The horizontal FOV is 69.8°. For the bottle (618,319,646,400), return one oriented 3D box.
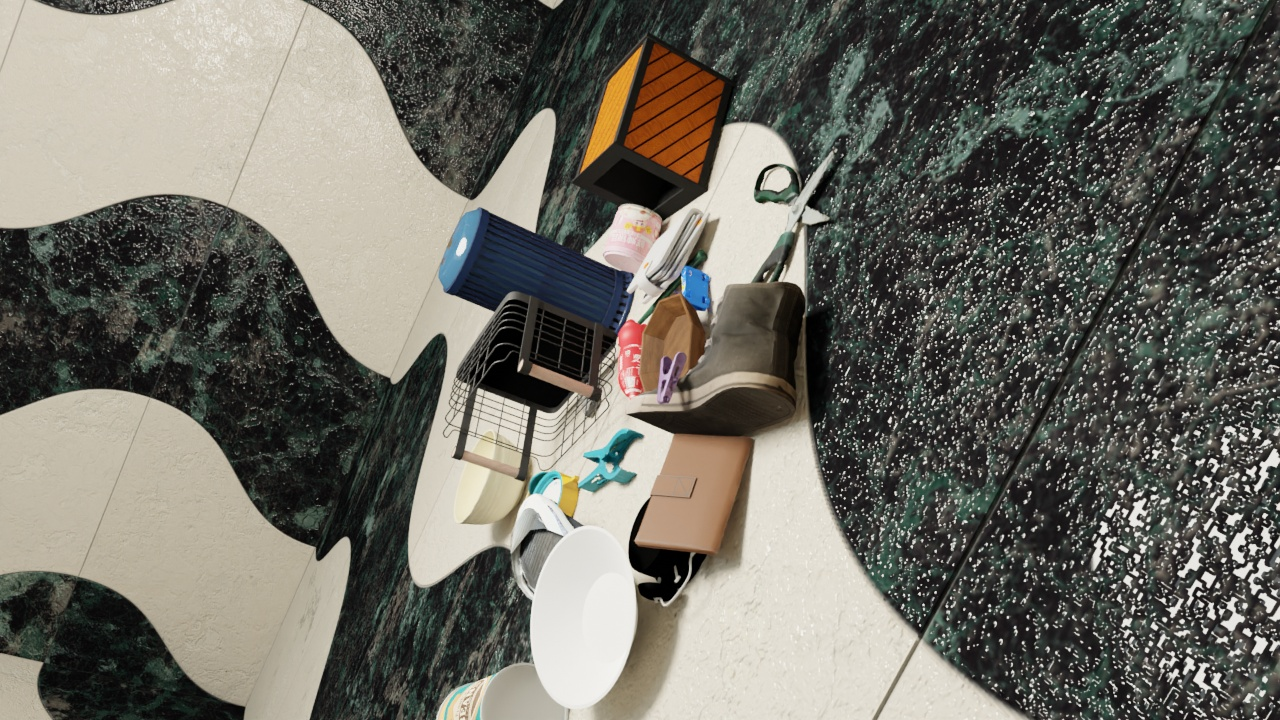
[{"bbox_3d":[-0.007,0.007,1.130,0.042,0.042,0.141,-50,27,37],"label":"bottle"}]

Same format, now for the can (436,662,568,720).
[{"bbox_3d":[-0.156,0.399,1.019,0.144,0.099,0.099,-40,34,50],"label":"can"}]

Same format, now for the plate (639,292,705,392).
[{"bbox_3d":[0.037,-0.010,1.035,0.131,0.025,0.131,-172,90,-66],"label":"plate"}]

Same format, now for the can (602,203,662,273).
[{"bbox_3d":[-0.011,-0.169,1.278,0.067,0.067,0.076,-13,57,64],"label":"can"}]

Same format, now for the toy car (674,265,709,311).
[{"bbox_3d":[0.054,-0.074,1.084,0.091,0.033,0.062,-86,21,-47],"label":"toy car"}]

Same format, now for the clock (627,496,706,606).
[{"bbox_3d":[0.028,0.179,0.879,0.091,0.042,0.120,-57,24,26],"label":"clock"}]

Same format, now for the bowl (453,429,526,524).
[{"bbox_3d":[-0.224,0.190,1.418,0.151,0.075,0.150,-51,26,36],"label":"bowl"}]

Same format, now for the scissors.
[{"bbox_3d":[0.141,-0.144,0.970,0.202,0.015,0.205,-59,21,22],"label":"scissors"}]

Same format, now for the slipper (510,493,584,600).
[{"bbox_3d":[-0.073,0.240,1.038,0.264,0.063,0.111,25,96,57],"label":"slipper"}]

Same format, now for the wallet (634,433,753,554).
[{"bbox_3d":[0.050,0.121,0.850,0.088,0.013,0.120,-1,53,34],"label":"wallet"}]

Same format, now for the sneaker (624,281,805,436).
[{"bbox_3d":[0.070,0.007,0.885,0.235,0.095,0.119,-33,37,59],"label":"sneaker"}]

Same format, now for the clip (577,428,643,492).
[{"bbox_3d":[-0.039,0.139,1.103,0.131,0.030,0.120,-48,33,40],"label":"clip"}]

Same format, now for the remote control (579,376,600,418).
[{"bbox_3d":[-0.077,0.036,1.307,0.033,0.013,0.136,-60,22,19],"label":"remote control"}]

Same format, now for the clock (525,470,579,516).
[{"bbox_3d":[-0.125,0.194,1.229,0.130,0.043,0.099,-23,48,51],"label":"clock"}]

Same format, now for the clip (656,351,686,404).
[{"bbox_3d":[0.027,0.016,0.842,0.029,0.013,0.050,-22,49,57],"label":"clip"}]

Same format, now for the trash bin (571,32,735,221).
[{"bbox_3d":[0.017,-0.310,1.251,0.140,0.139,0.171,-22,49,61],"label":"trash bin"}]

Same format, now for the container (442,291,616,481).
[{"bbox_3d":[-0.149,0.040,1.225,0.242,0.162,0.130,-47,29,44],"label":"container"}]

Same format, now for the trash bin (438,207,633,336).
[{"bbox_3d":[-0.150,-0.112,1.299,0.140,0.249,0.139,-50,27,38],"label":"trash bin"}]

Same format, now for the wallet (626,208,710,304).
[{"bbox_3d":[0.040,-0.135,1.142,0.116,0.037,0.118,-37,21,52],"label":"wallet"}]

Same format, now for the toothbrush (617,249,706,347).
[{"bbox_3d":[0.027,-0.073,1.167,0.190,0.017,0.016,-47,12,38],"label":"toothbrush"}]

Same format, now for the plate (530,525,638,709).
[{"bbox_3d":[-0.046,0.255,0.914,0.174,0.036,0.173,-25,58,46],"label":"plate"}]
